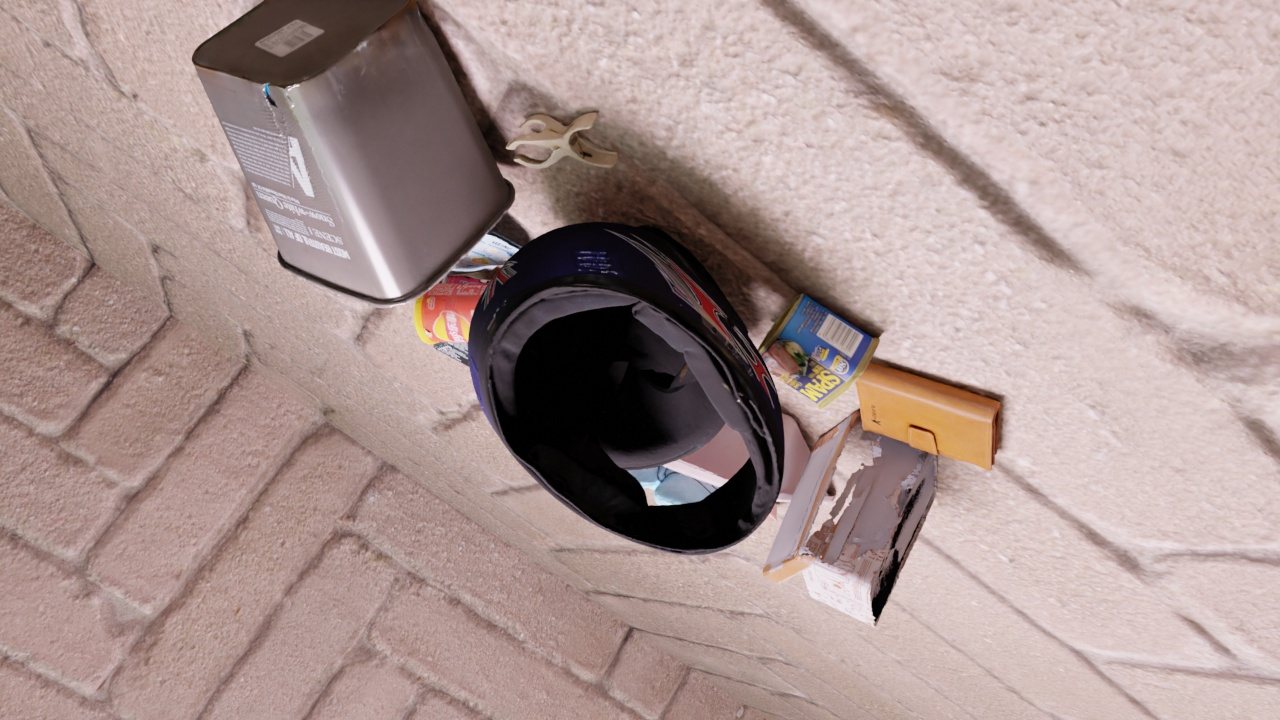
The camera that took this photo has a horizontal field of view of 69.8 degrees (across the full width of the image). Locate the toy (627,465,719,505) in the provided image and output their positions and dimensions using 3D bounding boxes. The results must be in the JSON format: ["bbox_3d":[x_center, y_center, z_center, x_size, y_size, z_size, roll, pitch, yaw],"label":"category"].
[{"bbox_3d":[0.047,0.152,1.066,0.161,0.050,0.156,-1,-150,-45],"label":"toy"}]

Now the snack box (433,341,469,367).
[{"bbox_3d":[-0.189,-0.035,1.205,0.113,0.125,0.053,27,132,11],"label":"snack box"}]

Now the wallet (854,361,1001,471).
[{"bbox_3d":[0.270,0.053,0.866,0.132,0.031,0.108,20,154,30],"label":"wallet"}]

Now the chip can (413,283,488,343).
[{"bbox_3d":[-0.142,-0.055,1.034,0.217,0.073,0.073,0,148,15],"label":"chip can"}]

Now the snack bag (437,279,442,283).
[{"bbox_3d":[-0.292,-0.100,1.224,0.128,0.073,0.208,54,176,37],"label":"snack bag"}]

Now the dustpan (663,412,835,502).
[{"bbox_3d":[0.095,0.133,1.121,0.223,0.138,0.273,18,154,30],"label":"dustpan"}]

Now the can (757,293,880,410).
[{"bbox_3d":[0.159,-0.008,0.849,0.083,0.057,0.102,33,158,2],"label":"can"}]

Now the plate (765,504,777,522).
[{"bbox_3d":[0.091,0.168,1.295,0.229,0.028,0.230,26,169,5],"label":"plate"}]

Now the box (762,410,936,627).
[{"bbox_3d":[0.209,0.159,0.969,0.148,0.180,0.146,19,155,29],"label":"box"}]

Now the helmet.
[{"bbox_3d":[-0.008,0.015,0.867,0.315,0.248,0.240,42,-165,-8],"label":"helmet"}]

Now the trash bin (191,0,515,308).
[{"bbox_3d":[-0.256,-0.199,0.821,0.199,0.198,0.220,20,147,27],"label":"trash bin"}]

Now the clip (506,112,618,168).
[{"bbox_3d":[-0.070,-0.191,0.799,0.100,0.034,0.070,11,149,33],"label":"clip"}]

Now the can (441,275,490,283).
[{"bbox_3d":[-0.202,-0.069,1.145,0.094,0.066,0.067,9,159,-7],"label":"can"}]

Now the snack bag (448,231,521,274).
[{"bbox_3d":[-0.196,-0.127,1.074,0.110,0.038,0.191,29,164,-34],"label":"snack bag"}]
